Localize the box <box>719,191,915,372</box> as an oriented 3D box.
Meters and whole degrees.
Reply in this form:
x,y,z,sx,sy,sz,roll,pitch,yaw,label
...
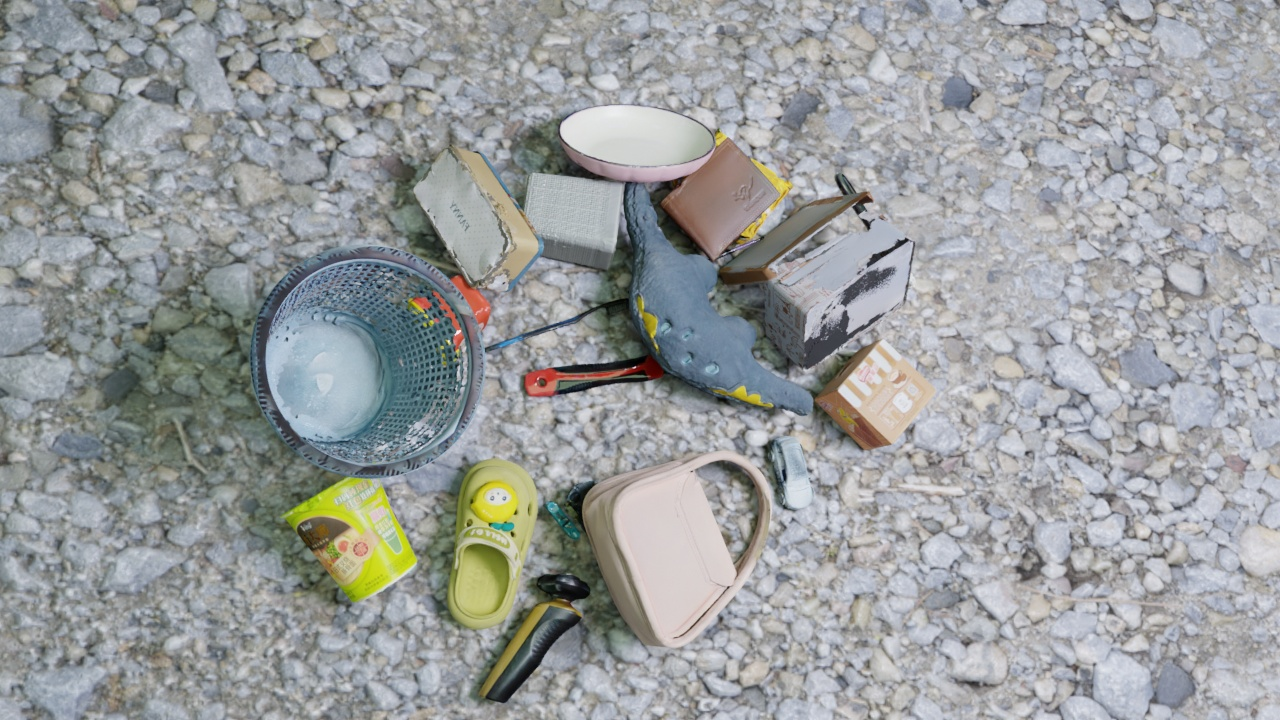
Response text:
x,y,z,sx,sy,sz,roll,pitch,yaw,label
0.208,-0.120,1.136,0.182,0.153,0.178,-33,54,-15,box

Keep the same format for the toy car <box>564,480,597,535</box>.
x,y,z,sx,sy,sz,roll,pitch,yaw,label
-0.048,0.187,1.069,0.048,0.031,0.105,-38,98,-17,toy car

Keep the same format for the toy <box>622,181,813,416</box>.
x,y,z,sx,sy,sz,roll,pitch,yaw,label
0.061,-0.054,1.093,0.137,0.092,0.356,-34,87,-20,toy

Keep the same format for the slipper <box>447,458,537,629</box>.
x,y,z,sx,sy,sz,roll,pitch,yaw,label
-0.164,0.204,1.021,0.091,0.082,0.190,11,79,-11,slipper

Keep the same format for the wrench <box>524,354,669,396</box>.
x,y,z,sx,sy,sz,roll,pitch,yaw,label
-0.007,0.007,1.122,0.273,0.016,0.056,-13,78,-13,wrench

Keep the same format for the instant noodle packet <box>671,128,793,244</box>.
x,y,z,sx,sy,sz,roll,pitch,yaw,label
0.115,-0.223,1.178,0.128,0.044,0.110,38,76,1,instant noodle packet

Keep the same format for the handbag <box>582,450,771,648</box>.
x,y,z,sx,sy,sz,roll,pitch,yaw,label
0.062,0.195,1.056,0.233,0.093,0.193,-27,101,-27,handbag

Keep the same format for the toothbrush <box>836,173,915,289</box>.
x,y,z,sx,sy,sz,roll,pitch,yaw,label
0.313,-0.174,1.220,0.015,0.018,0.181,-30,84,-12,toothbrush

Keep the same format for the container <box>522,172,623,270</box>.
x,y,z,sx,sy,sz,roll,pitch,yaw,label
-0.085,-0.170,1.108,0.114,0.090,0.090,9,77,-6,container

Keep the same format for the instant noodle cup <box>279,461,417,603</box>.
x,y,z,sx,sy,sz,roll,pitch,yaw,label
-0.304,0.189,0.988,0.111,0.112,0.123,-32,93,-15,instant noodle cup

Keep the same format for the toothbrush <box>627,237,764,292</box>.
x,y,z,sx,sy,sz,roll,pitch,yaw,label
0.072,-0.117,1.154,0.189,0.014,0.017,-23,91,-7,toothbrush

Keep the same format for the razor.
x,y,z,sx,sy,sz,roll,pitch,yaw,label
-0.122,0.309,1.026,0.067,0.062,0.167,31,79,28,razor

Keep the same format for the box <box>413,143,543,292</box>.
x,y,z,sx,sy,sz,roll,pitch,yaw,label
-0.192,-0.169,1.063,0.090,0.061,0.184,-43,64,25,box

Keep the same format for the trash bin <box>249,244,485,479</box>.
x,y,z,sx,sy,sz,roll,pitch,yaw,label
-0.303,0.008,0.957,0.226,0.195,0.226,4,83,-32,trash bin

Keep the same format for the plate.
x,y,z,sx,sy,sz,roll,pitch,yaw,label
-0.005,-0.261,1.121,0.192,0.039,0.192,3,36,-3,plate

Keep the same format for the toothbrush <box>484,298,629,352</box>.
x,y,z,sx,sy,sz,roll,pitch,yaw,label
-0.099,-0.041,1.117,0.189,0.014,0.016,-20,107,-13,toothbrush

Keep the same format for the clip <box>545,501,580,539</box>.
x,y,z,sx,sy,sz,roll,pitch,yaw,label
-0.090,0.186,1.067,0.014,0.040,0.056,-41,93,-13,clip

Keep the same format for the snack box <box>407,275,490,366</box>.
x,y,z,sx,sy,sz,roll,pitch,yaw,label
-0.221,-0.049,1.057,0.082,0.091,0.080,47,68,1,snack box

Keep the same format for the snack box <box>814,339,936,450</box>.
x,y,z,sx,sy,sz,roll,pitch,yaw,label
0.290,0.044,1.138,0.094,0.077,0.092,44,75,0,snack box

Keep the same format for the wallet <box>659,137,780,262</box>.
x,y,z,sx,sy,sz,roll,pitch,yaw,label
0.099,-0.198,1.137,0.124,0.032,0.101,-44,91,-5,wallet

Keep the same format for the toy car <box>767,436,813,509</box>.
x,y,z,sx,sy,sz,roll,pitch,yaw,label
0.187,0.137,1.124,0.043,0.034,0.090,-10,82,-16,toy car
